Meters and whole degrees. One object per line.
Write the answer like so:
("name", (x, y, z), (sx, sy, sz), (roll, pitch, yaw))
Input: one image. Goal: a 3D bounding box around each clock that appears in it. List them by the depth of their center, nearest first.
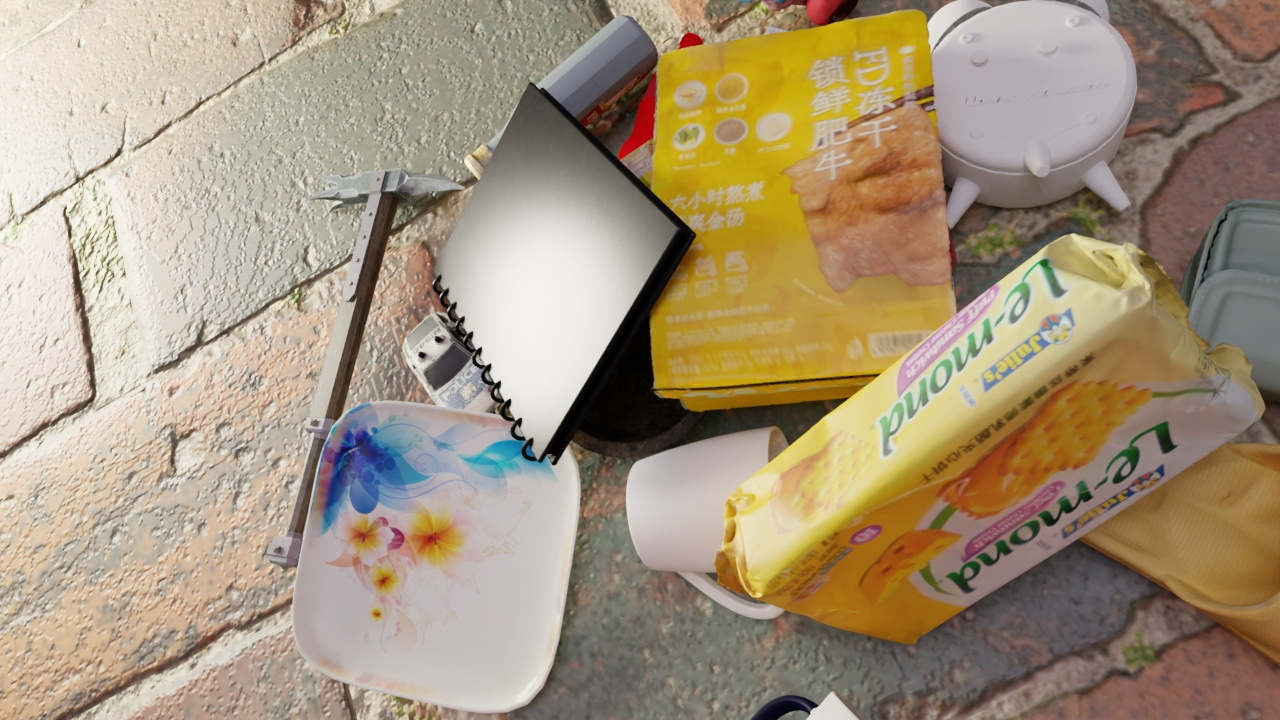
("clock", (0.243, -0.169, 0.583), (0.125, 0.073, 0.160), (-4, 68, 17))

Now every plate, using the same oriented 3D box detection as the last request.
("plate", (-0.133, 0.125, 0.602), (0.187, 0.016, 0.187), (7, 83, 13))

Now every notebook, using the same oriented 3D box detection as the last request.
("notebook", (-0.066, -0.063, 0.591), (0.169, 0.019, 0.231), (-58, 41, 19))

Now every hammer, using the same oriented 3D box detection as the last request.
("hammer", (-0.223, -0.002, 0.692), (0.147, 0.028, 0.316), (1, 72, 27))

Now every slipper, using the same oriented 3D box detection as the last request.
("slipper", (0.312, 0.088, 0.457), (0.263, 0.078, 0.099), (29, 78, 24))

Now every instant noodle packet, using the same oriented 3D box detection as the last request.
("instant noodle packet", (0.090, -0.088, 0.526), (0.163, 0.084, 0.221), (-5, 78, 18))

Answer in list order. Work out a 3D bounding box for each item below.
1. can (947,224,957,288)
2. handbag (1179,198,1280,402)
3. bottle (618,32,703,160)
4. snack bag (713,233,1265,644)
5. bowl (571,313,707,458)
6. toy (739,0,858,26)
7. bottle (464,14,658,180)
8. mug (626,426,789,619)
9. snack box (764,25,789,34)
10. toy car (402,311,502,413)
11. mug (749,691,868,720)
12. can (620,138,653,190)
("can", (0.151, -0.118, 0.584), (0.067, 0.067, 0.170), (-13, 76, 13))
("handbag", (0.360, -0.024, 0.491), (0.122, 0.067, 0.106), (16, 77, 23))
("bottle", (0.020, -0.192, 0.686), (0.036, 0.036, 0.118), (16, 75, 23))
("snack bag", (0.157, 0.050, 0.441), (0.248, 0.159, 0.068), (-42, 46, 23))
("bowl", (-0.004, 0.003, 0.604), (0.121, 0.056, 0.121), (-2, 83, 13))
("toy", (0.113, -0.304, 0.688), (0.131, 0.097, 0.124), (40, 92, 8))
("bottle", (-0.062, -0.190, 0.694), (0.161, 0.072, 0.046), (-41, 101, 0))
("mug", (0.049, 0.102, 0.547), (0.088, 0.080, 0.114), (-12, 97, 20))
("snack box", (0.095, -0.164, 0.656), (0.082, 0.026, 0.150), (25, 80, 26))
("toy car", (-0.135, 0.004, 0.651), (0.048, 0.040, 0.113), (-44, 50, -1))
("mug", (0.090, 0.229, 0.483), (0.097, 0.078, 0.112), (-48, 35, -4))
("can", (-0.010, -0.100, 0.629), (0.105, 0.067, 0.067), (-29, 62, 24))
